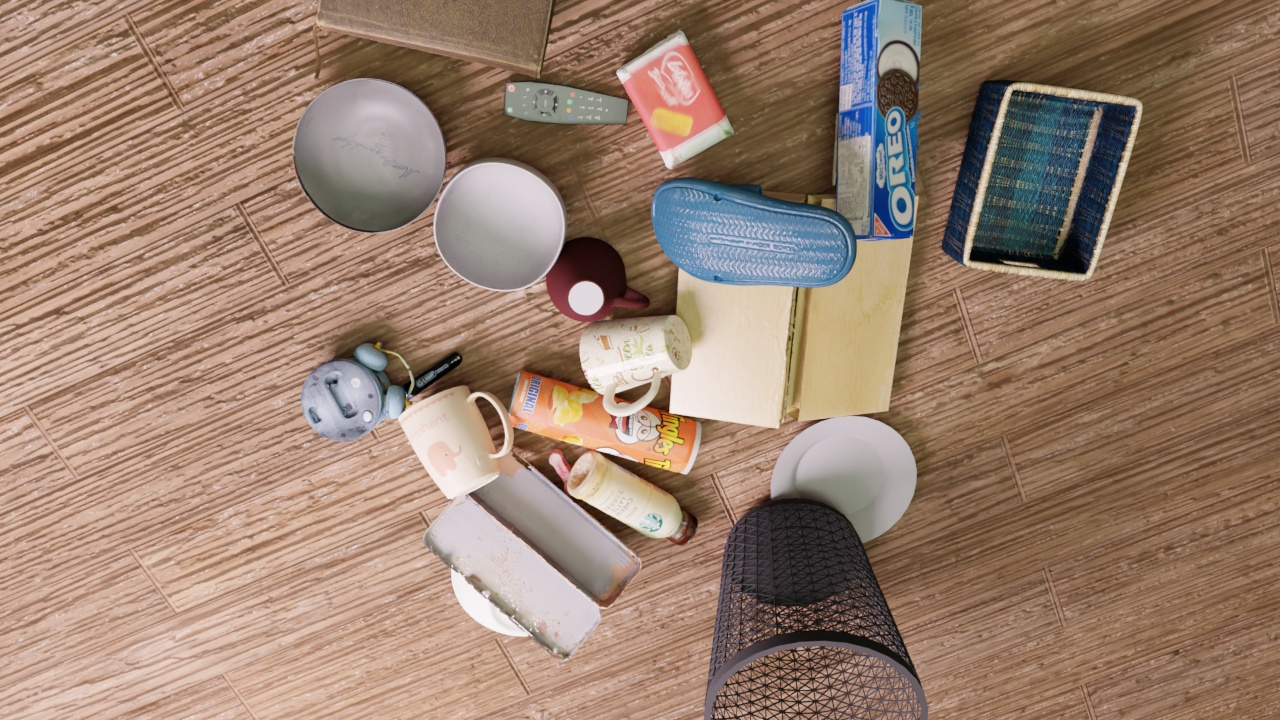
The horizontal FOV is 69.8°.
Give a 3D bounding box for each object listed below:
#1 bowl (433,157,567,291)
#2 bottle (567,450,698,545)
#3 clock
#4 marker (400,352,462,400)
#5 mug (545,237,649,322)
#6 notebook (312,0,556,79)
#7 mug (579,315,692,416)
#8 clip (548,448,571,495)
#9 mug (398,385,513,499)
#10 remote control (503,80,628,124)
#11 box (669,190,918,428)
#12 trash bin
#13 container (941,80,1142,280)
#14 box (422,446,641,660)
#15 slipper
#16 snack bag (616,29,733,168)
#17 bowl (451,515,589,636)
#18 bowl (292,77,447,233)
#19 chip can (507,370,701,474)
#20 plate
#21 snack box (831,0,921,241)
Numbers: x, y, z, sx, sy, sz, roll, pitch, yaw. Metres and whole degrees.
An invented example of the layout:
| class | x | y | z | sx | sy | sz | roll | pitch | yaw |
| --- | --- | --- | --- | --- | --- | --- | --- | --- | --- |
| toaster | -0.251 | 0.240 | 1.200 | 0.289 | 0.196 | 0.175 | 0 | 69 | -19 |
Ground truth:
| class | x | y | z | sx | sy | sz | roll | pitch | yaw |
| --- | --- | --- | --- | --- | --- | --- | --- | --- | --- |
| bowl | -0.142 | -0.142 | 0.940 | 0.132 | 0.064 | 0.132 | -1 | 110 | -3 |
| bottle | -0.005 | 0.164 | 1.058 | 0.162 | 0.056 | 0.057 | 33 | 105 | -24 |
| clock | -0.305 | 0.034 | 0.996 | 0.124 | 0.051 | 0.089 | -27 | 93 | 8 |
| marker | -0.250 | 0.028 | 1.024 | 0.123 | 0.015 | 0.018 | -33 | 104 | 9 |
| mug | -0.044 | -0.073 | 0.958 | 0.114 | 0.088 | 0.087 | 16 | 108 | -9 |
| notebook | -0.189 | -0.340 | 0.857 | 0.215 | 0.034 | 0.190 | 11 | 93 | -7 |
| mug | -0.006 | 0.005 | 0.956 | 0.097 | 0.121 | 0.081 | -11 | 137 | 31 |
| clip | -0.087 | 0.127 | 1.068 | 0.022 | 0.035 | 0.058 | -27 | 104 | 10 |
| mug | -0.189 | 0.084 | 0.989 | 0.112 | 0.085 | 0.104 | -29 | 83 | 16 |
| remote control | -0.075 | -0.259 | 0.929 | 0.124 | 0.010 | 0.039 | 5 | 110 | -5 |
| box | 0.163 | -0.057 | 0.986 | 0.261 | 0.096 | 0.248 | -1 | 111 | -9 |
| trash bin | 0.177 | 0.291 | 1.005 | 0.217 | 0.242 | 0.217 | 2 | 121 | 2 |
| container | 0.408 | -0.186 | 0.948 | 0.145 | 0.071 | 0.188 | 6 | 110 | -5 |
| box | -0.121 | 0.216 | 1.034 | 0.216 | 0.043 | 0.148 | 40 | 75 | 1 |
| slipper | 0.108 | -0.122 | 0.897 | 0.214 | 0.059 | 0.104 | 15 | 120 | 24 |
| snack bag | 0.035 | -0.260 | 0.921 | 0.077 | 0.036 | 0.116 | -28 | 109 | 8 |
| bowl | -0.140 | 0.272 | 1.090 | 0.177 | 0.070 | 0.177 | -1 | 110 | -3 |
| bowl | -0.263 | -0.205 | 0.915 | 0.150 | 0.056 | 0.151 | 0 | 109 | -1 |
| chip can | -0.041 | 0.070 | 1.024 | 0.210 | 0.062 | 0.062 | 17 | 108 | -9 |
| plate | 0.238 | 0.142 | 1.088 | 0.173 | 0.019 | 0.173 | -1 | 110 | -3 |
| snack box | 0.231 | -0.231 | 0.896 | 0.059 | 0.059 | 0.226 | -1 | 95 | -28 |
